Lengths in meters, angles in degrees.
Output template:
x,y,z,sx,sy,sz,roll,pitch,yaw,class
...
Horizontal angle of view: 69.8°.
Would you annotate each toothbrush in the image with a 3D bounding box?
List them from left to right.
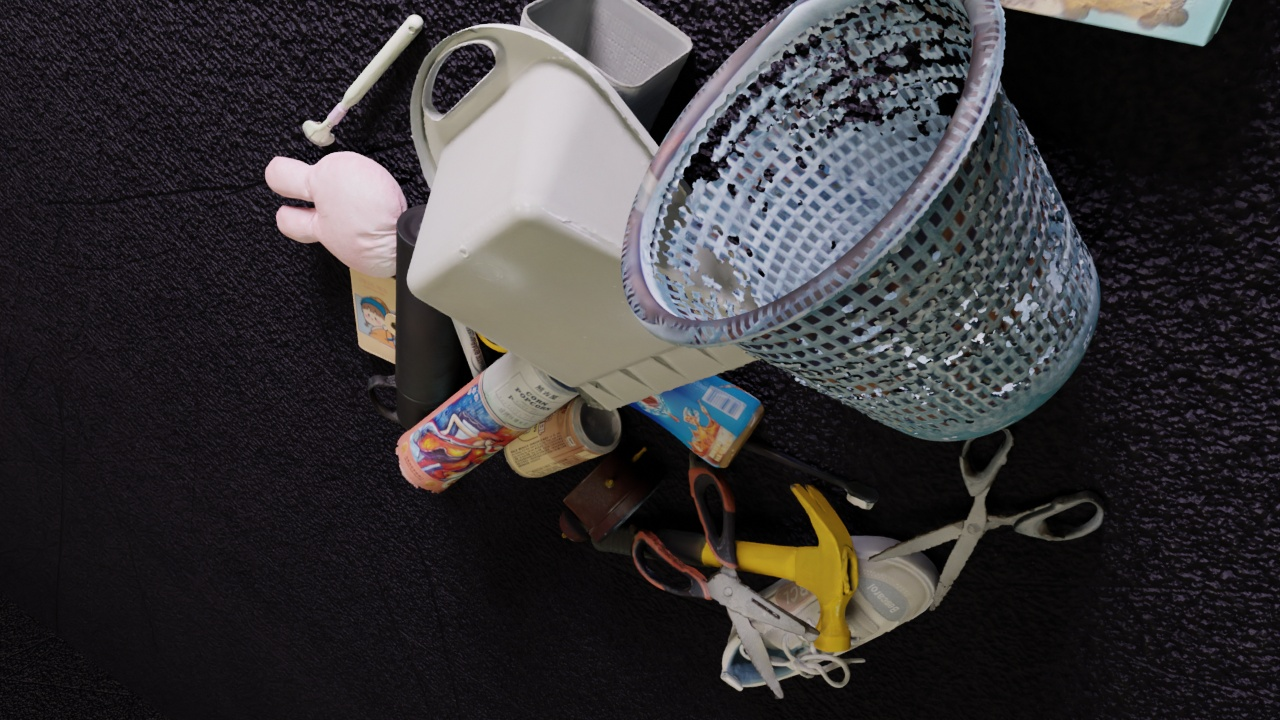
x,y,z,sx,sy,sz,roll,pitch,yaw,class
-0.234,-0.234,0.772,0.029,0.020,0.190,30,143,-31,toothbrush
0.111,0.080,0.766,0.181,0.015,0.018,24,142,18,toothbrush

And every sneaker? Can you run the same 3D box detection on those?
x,y,z,sx,sy,sz,roll,pitch,yaw,class
0.150,0.229,0.798,0.089,0.090,0.243,44,135,-3,sneaker

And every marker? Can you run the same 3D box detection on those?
x,y,z,sx,sy,sz,roll,pitch,yaw,class
-0.156,-0.006,0.858,0.017,0.017,0.145,25,151,18,marker

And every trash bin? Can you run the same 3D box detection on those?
x,y,z,sx,sy,sz,roll,pitch,yaw,class
0.134,-0.061,0.500,0.195,0.226,0.227,35,143,-32,trash bin

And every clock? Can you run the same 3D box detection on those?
x,y,z,sx,sy,sz,roll,pitch,yaw,class
-0.033,0.130,0.858,0.055,0.081,0.122,45,135,3,clock

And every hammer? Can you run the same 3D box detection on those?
x,y,z,sx,sy,sz,roll,pitch,yaw,class
0.063,0.171,0.826,0.301,0.032,0.128,-4,81,46,hammer

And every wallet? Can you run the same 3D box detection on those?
x,y,z,sx,sy,sz,roll,pitch,yaw,class
-0.256,-0.047,0.927,0.087,0.024,0.115,28,133,22,wallet

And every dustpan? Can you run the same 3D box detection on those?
x,y,z,sx,sy,sz,roll,pitch,yaw,class
-0.047,-0.096,0.635,0.257,0.142,0.223,27,151,-31,dustpan

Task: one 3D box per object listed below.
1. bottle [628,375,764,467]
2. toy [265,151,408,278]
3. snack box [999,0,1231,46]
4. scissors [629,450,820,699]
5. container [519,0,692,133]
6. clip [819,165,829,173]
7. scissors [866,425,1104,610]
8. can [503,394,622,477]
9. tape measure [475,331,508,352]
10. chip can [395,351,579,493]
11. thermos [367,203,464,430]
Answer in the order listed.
x,y,z,sx,sy,sz,roll,pitch,yaw,class
-0.004,0.004,0.754,0.219,0.065,0.065,33,135,10,bottle
-0.277,-0.138,0.846,0.159,0.054,0.121,18,129,20,toy
0.204,-0.215,0.451,0.175,0.051,0.074,21,133,21,snack box
0.063,0.182,0.789,0.190,0.015,0.227,-28,65,41,scissors
-0.037,-0.178,0.625,0.090,0.090,0.115,37,138,7,container
0.137,-0.103,0.603,0.043,0.026,0.058,1,131,52,clip
0.248,0.118,0.676,0.181,0.014,0.159,-9,108,27,scissors
-0.073,0.071,0.859,0.117,0.058,0.058,-24,106,43,can
-0.125,-0.037,0.835,0.060,0.028,0.057,49,135,-6,tape measure
-0.138,0.047,0.843,0.215,0.071,0.071,-35,99,33,chip can
-0.208,-0.028,0.860,0.243,0.090,0.068,107,151,-42,thermos
